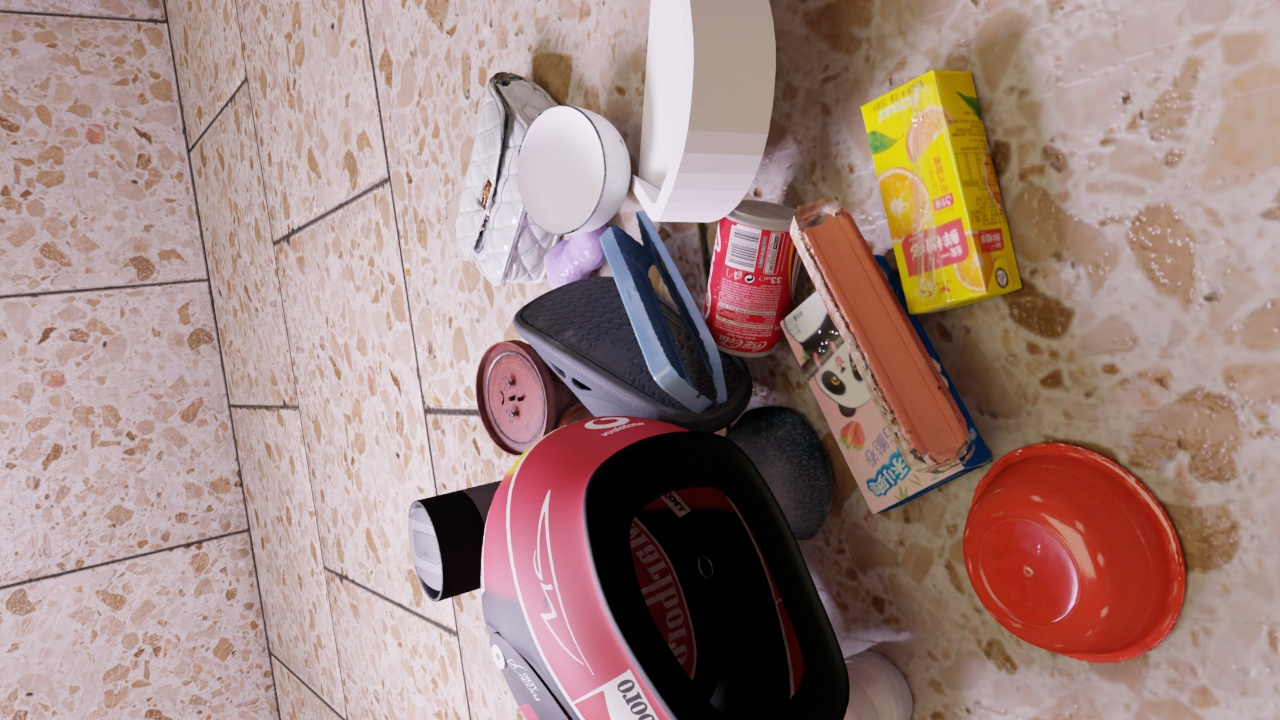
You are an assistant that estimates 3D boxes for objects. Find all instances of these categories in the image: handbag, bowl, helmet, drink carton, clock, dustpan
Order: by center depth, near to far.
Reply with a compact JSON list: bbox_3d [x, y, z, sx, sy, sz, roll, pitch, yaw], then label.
[{"bbox_3d":[0.233,0.115,0.525,0.131,0.045,0.130,19,113,51],"label":"bowl"},{"bbox_3d":[0.179,-0.099,0.550,0.059,0.042,0.134,-16,86,54],"label":"drink carton"},{"bbox_3d":[-0.005,0.174,0.653,0.225,0.197,0.270,-45,65,51],"label":"helmet"},{"bbox_3d":[0.019,-0.201,0.669,0.257,0.053,0.192,-130,42,-64],"label":"dustpan"},{"bbox_3d":[0.092,0.092,0.710,0.110,0.055,0.110,17,111,51],"label":"bowl"},{"bbox_3d":[-0.053,-0.169,0.829,0.114,0.063,0.113,6,100,41],"label":"bowl"},{"bbox_3d":[-0.095,0.035,0.932,0.158,0.072,0.120,0,97,45],"label":"clock"},{"bbox_3d":[-0.136,-0.181,0.948,0.138,0.072,0.195,54,137,35],"label":"handbag"}]

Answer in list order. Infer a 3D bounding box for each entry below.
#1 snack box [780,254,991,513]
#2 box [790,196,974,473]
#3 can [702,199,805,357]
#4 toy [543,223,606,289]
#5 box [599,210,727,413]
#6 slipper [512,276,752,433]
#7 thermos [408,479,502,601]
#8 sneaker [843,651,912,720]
[{"bbox_3d":[0.159,0.017,0.616,0.088,0.033,0.154,-46,62,50],"label":"snack box"},{"bbox_3d":[0.150,-0.018,0.570,0.064,0.056,0.188,65,-176,-71],"label":"box"},{"bbox_3d":[0.083,-0.060,0.676,0.064,0.064,0.105,35,125,45],"label":"can"},{"bbox_3d":[-0.063,-0.108,0.896,0.100,0.036,0.080,-41,55,46],"label":"toy"},{"bbox_3d":[0.027,-0.048,0.731,0.059,0.068,0.209,-39,40,17],"label":"box"},{"bbox_3d":[-0.005,0.005,0.803,0.268,0.110,0.083,31,148,43],"label":"slipper"},{"bbox_3d":[-0.078,0.136,0.797,0.082,0.239,0.082,18,113,52],"label":"thermos"},{"bbox_3d":[0.129,0.330,0.687,0.089,0.090,0.243,34,125,45],"label":"sneaker"}]
